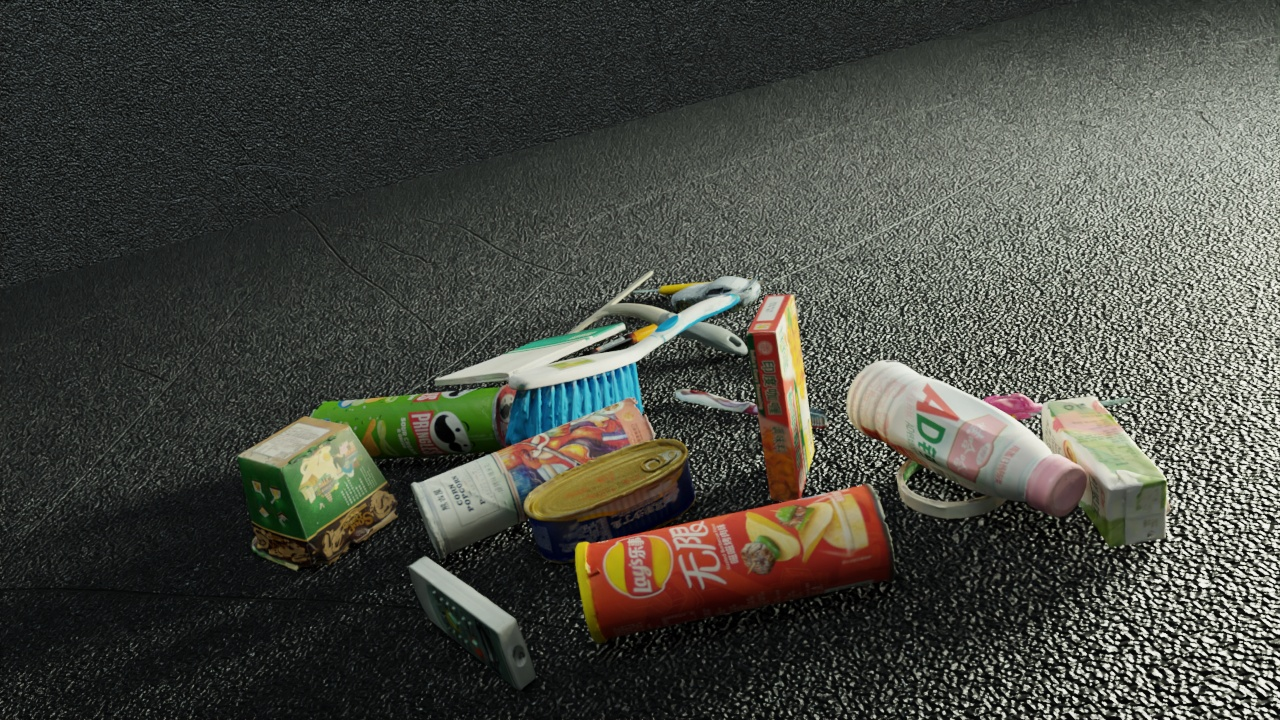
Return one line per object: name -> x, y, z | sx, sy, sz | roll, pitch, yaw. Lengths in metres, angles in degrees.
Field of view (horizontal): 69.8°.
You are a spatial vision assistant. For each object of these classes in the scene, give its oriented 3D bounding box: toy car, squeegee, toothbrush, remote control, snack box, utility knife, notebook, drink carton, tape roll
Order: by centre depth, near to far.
drink carton -> 0.337, 0.077, 0.667 | 0.045, 0.053, 0.122 | -11, 24, 6
remote control -> -0.126, 0.189, 0.671 | 0.019, 0.056, 0.135 | -31, 29, -32
tape roll -> 0.247, 0.095, 0.726 | 0.086, 0.014, 0.085 | -12, 24, 5
snack box -> 0.118, 0.031, 0.763 | 0.027, 0.156, 0.076 | -2, 26, 22
snack box -> -0.313, 0.118, 0.874 | 0.118, 0.106, 0.118 | 5, 29, 38
toothbrush -> 0.106, 0.044, 0.916 | 0.188, 0.017, 0.016 | 10, 33, 43
notebook -> -0.129, -0.004, 1.037 | 0.150, 0.012, 0.210 | -25, 10, -32
squeegee -> 0.023, -0.045, 1.109 | 0.247, 0.039, 0.245 | 15, 41, 38
toy car -> 0.097, -0.087, 1.196 | 0.121, 0.037, 0.054 | -4, 26, 30
utility knife -> 0.074, -0.098, 1.257 | 0.197, 0.015, 0.033 | -1, 10, 28

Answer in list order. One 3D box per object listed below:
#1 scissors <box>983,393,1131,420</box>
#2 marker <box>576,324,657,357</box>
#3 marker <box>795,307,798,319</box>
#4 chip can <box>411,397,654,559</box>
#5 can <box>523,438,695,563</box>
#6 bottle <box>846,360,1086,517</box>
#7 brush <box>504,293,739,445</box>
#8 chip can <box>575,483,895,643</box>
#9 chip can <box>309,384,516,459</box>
scissors -> 0.324, 0.039, 0.745 | 0.134, 0.017, 0.124 | -10, -21, 28
marker -> -0.023, -0.021, 1.142 | 0.123, 0.015, 0.018 | -22, 27, -14
marker -> 0.169, -0.030, 1.044 | 0.022, 0.020, 0.131 | -18, 21, 19
chip can -> -0.092, 0.103, 0.829 | 0.214, 0.071, 0.071 | -21, 24, -18
can -> -0.024, 0.118, 0.781 | 0.148, 0.049, 0.074 | -22, 25, -17
bottle -> 0.246, 0.059, 0.708 | 0.068, 0.068, 0.197 | -23, 28, -21
brush -> -0.006, 0.006, 0.961 | 0.313, 0.109, 0.061 | -14, 13, -37
chip can -> 0.065, 0.143, 0.649 | 0.216, 0.073, 0.073 | -12, 23, 3
chip can -> -0.241, 0.071, 0.986 | 0.236, 0.072, 0.072 | -6, 25, 20
